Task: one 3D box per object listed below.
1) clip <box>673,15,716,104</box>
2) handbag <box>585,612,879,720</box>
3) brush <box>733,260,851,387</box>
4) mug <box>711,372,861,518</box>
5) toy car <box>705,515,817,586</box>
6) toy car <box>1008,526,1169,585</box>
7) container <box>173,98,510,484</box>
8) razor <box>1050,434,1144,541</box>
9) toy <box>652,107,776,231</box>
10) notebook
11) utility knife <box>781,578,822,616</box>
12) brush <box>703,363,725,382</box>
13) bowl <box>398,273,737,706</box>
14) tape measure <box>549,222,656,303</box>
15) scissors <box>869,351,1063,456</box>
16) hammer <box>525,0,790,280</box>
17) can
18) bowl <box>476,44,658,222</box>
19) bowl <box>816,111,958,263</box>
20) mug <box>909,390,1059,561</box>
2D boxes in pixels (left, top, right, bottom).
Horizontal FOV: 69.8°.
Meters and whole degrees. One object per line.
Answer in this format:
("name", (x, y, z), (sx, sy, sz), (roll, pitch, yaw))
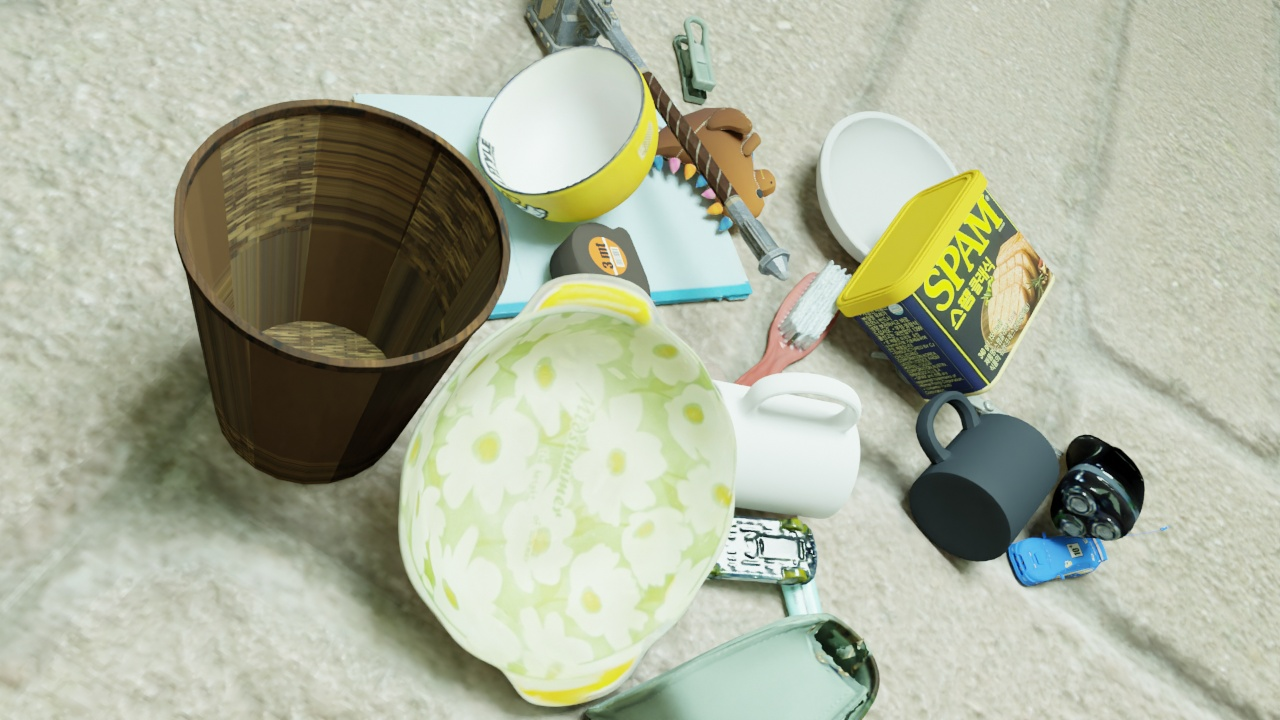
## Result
("clip", (0.045, -0.248, 0.756), (0.023, 0.042, 0.075), (7, 60, -24))
("handbag", (0.044, 0.176, 0.451), (0.106, 0.122, 0.067), (-17, 71, -32))
("brush", (0.106, -0.013, 0.649), (0.041, 0.030, 0.171), (40, 54, 1))
("mug", (0.083, 0.045, 0.553), (0.090, 0.111, 0.073), (11, 50, -20))
("toy car", (0.062, 0.115, 0.554), (0.089, 0.027, 0.038), (6, 61, -7))
("toy car", (0.314, 0.131, 0.644), (0.091, 0.062, 0.033), (-2, 63, -26))
("container", (-0.150, -0.017, 0.442), (0.132, 0.168, 0.132), (12, 58, -19))
("razor", (0.329, 0.089, 0.669), (0.053, 0.064, 0.140), (48, 23, 9))
("toy", (0.045, -0.135, 0.675), (0.103, 0.071, 0.090), (-25, 87, -12))
("notebook", (-0.055, -0.112, 0.641), (0.253, 0.009, 0.181), (-7, 66, -28))
("utility knife", (0.109, 0.198, 0.539), (0.022, 0.015, 0.165), (-9, 67, -5))
("brush", (-0.004, 0.004, 0.595), (0.135, 0.015, 0.049), (7, 61, -22))
("bowl", (-0.041, 0.064, 0.485), (0.188, 0.060, 0.219), (1, 94, -31))
("tape measure", (-0.029, -0.056, 0.593), (0.058, 0.038, 0.058), (-4, 65, -42))
("scissors", (0.249, 0.033, 0.701), (0.158, 0.014, 0.141), (3, 58, -24))
("hammer", (0.014, -0.177, 0.627), (0.044, 0.099, 0.322), (-14, 61, -31))
("can", (0.224, -0.052, 0.664), (0.104, 0.075, 0.135), (46, 63, -14))
("bowl", (-0.040, -0.139, 0.602), (0.117, 0.067, 0.117), (-10, 62, 19))
("bowl", (0.197, -0.126, 0.745), (0.149, 0.043, 0.149), (9, 68, -23))
("mug", (0.225, 0.071, 0.625), (0.077, 0.071, 0.105), (-35, 94, -36))
